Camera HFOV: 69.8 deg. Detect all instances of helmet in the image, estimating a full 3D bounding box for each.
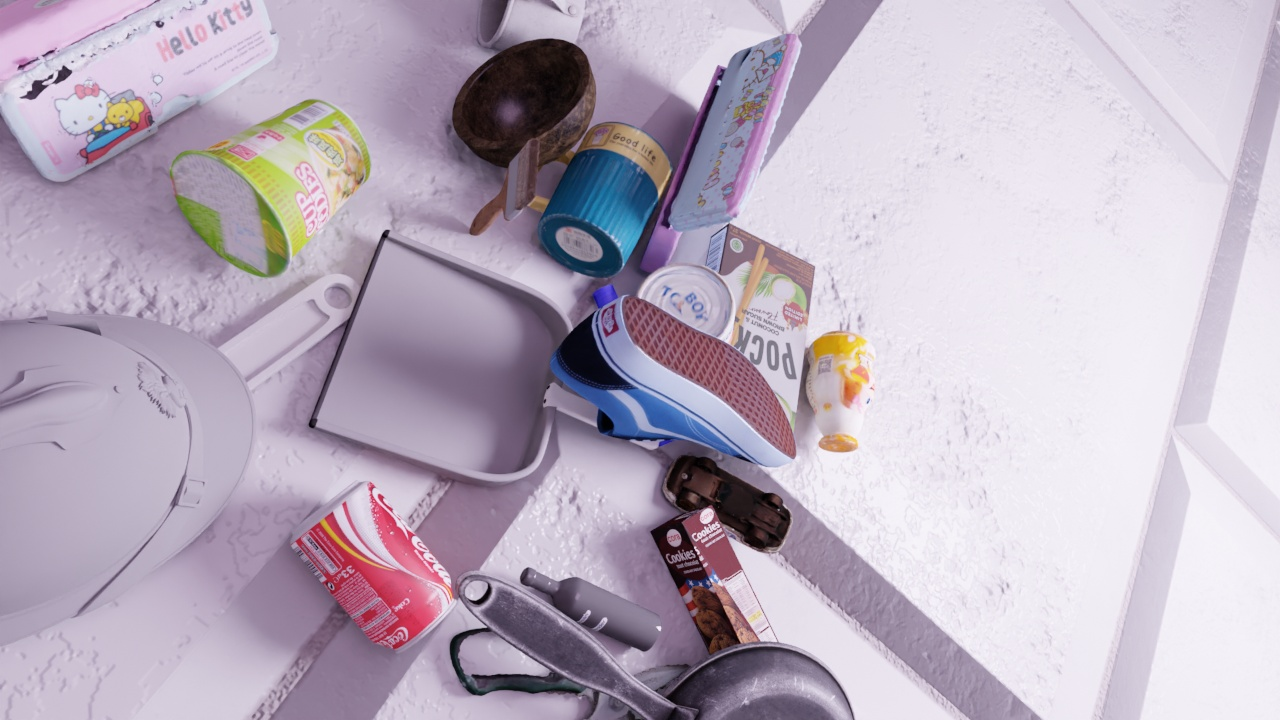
[{"bbox_3d":[-0.334,0.046,0.488,0.270,0.118,0.183,-27,86,-36],"label":"helmet"}]

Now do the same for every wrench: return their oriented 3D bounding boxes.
[{"bbox_3d":[-0.300,0.014,0.605,0.086,0.018,0.272,48,55,-5],"label":"wrench"}]

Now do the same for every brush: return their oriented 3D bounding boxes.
[{"bbox_3d":[-0.105,-0.119,0.685,0.008,0.143,0.045,9,77,-26],"label":"brush"}]

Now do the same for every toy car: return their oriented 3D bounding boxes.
[{"bbox_3d":[0.072,0.121,0.768,0.113,0.041,0.048,29,59,3],"label":"toy car"}]

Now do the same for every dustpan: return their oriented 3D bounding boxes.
[{"bbox_3d":[-0.098,0.020,0.705,0.257,0.033,0.162,25,62,-25],"label":"dustpan"}]

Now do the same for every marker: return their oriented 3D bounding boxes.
[{"bbox_3d":[-0.005,0.005,0.774,0.020,0.020,0.141,-20,85,-33],"label":"marker"}]

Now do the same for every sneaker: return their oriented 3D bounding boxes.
[{"bbox_3d":[0.026,0.031,0.722,0.241,0.098,0.083,31,41,-40],"label":"sneaker"}]

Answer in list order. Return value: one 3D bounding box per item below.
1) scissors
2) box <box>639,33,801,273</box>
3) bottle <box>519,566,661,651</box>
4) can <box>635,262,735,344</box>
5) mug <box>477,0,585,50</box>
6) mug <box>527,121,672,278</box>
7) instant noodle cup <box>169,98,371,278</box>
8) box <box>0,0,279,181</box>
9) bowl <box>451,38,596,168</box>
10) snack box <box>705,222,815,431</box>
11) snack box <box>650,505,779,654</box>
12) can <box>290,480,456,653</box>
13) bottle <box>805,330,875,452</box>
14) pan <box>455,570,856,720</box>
[{"bbox_3d":[-0.051,0.234,0.671,0.209,0.015,0.146,-15,79,-32],"label":"scissors"},{"bbox_3d":[0.064,-0.185,0.802,0.049,0.150,0.213,32,60,-21],"label":"box"},{"bbox_3d":[-0.039,0.182,0.685,0.113,0.030,0.030,30,61,-18],"label":"bottle"},{"bbox_3d":[0.037,-0.038,0.775,0.086,0.043,0.086,-1,66,2],"label":"can"},{"bbox_3d":[-0.089,-0.301,0.780,0.070,0.113,0.084,9,98,-30],"label":"mug"},{"bbox_3d":[-0.045,-0.138,0.774,0.113,0.083,0.107,20,64,9],"label":"mug"},{"bbox_3d":[-0.249,-0.127,0.642,0.099,0.099,0.107,44,50,-9],"label":"instant noodle cup"},{"bbox_3d":[-0.356,-0.213,0.637,0.201,0.087,0.103,-49,138,-32],"label":"box"},{"bbox_3d":[-0.088,-0.202,0.758,0.056,0.121,0.121,57,42,-54],"label":"bowl"},{"bbox_3d":[0.099,-0.022,0.834,0.101,0.032,0.185,23,63,-21],"label":"snack box"},{"bbox_3d":[0.063,0.189,0.728,0.031,0.051,0.141,-24,86,-34],"label":"snack box"},{"bbox_3d":[-0.174,0.135,0.604,0.064,0.064,0.105,-41,95,-33],"label":"can"},{"bbox_3d":[0.184,0.029,0.846,0.063,0.063,0.108,17,65,-24],"label":"bottle"},{"bbox_3d":[0.019,0.253,0.653,0.357,0.055,0.187,38,82,-18],"label":"pan"}]
